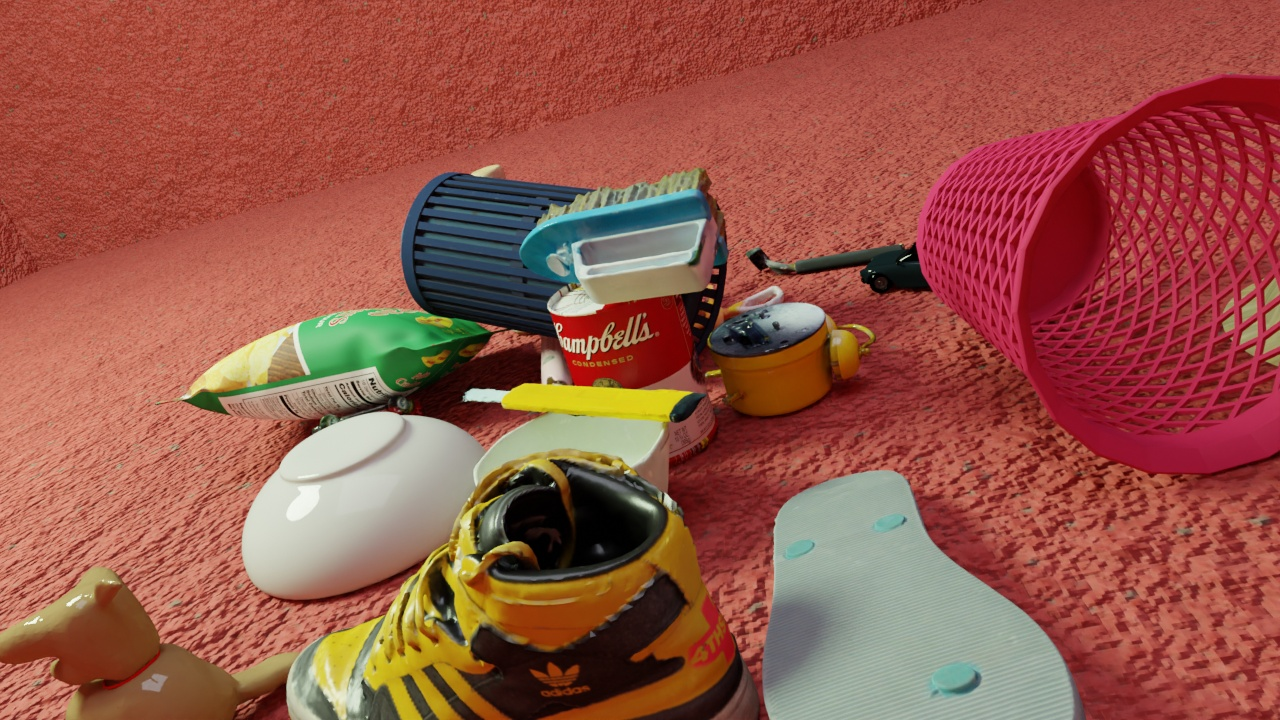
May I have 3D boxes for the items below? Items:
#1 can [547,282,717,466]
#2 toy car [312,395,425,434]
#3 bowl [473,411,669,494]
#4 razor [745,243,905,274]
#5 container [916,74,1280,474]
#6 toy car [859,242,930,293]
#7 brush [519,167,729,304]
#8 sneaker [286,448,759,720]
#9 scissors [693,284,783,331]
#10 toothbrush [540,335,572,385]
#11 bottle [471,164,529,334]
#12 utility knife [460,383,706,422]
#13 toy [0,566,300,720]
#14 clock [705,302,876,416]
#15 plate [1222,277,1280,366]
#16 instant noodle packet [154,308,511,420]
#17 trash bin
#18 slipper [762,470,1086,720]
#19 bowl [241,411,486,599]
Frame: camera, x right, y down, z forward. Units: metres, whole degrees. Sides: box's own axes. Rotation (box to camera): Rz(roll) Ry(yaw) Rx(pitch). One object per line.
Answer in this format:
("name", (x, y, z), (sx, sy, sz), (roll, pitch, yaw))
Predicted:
("can", (-0.003, 0.003, 0.613), (0.087, 0.116, 0.086), (-15, 22, 6))
("toy car", (-0.222, 0.053, 0.754), (0.091, 0.036, 0.042), (-21, -8, -7))
("bowl", (-0.033, 0.075, 0.538), (0.117, 0.061, 0.117), (-15, 22, 6))
("razor", (0.171, -0.093, 0.852), (0.144, 0.022, 0.042), (-2, -14, 25))
("container", (0.257, -0.062, 0.526), (0.183, 0.183, 0.225), (-16, 14, 2))
("toy car", (0.236, -0.079, 0.747), (0.112, 0.034, 0.046), (0, 27, 38))
("brush", (-0.017, -0.069, 0.568), (0.136, 0.055, 0.075), (-6, 46, 27))
("sneaker", (-0.075, 0.111, 0.402), (0.239, 0.122, 0.085), (-7, 22, 21))
("scissors", (0.073, -0.041, 0.808), (0.128, 0.011, 0.125), (-13, 27, 12))
("toothbrush", (-0.069, 0.014, 0.759), (0.027, 0.026, 0.222), (-39, 20, 8))
("bottle", (-0.127, -0.110, 0.913), (0.060, 0.166, 0.059), (-15, 22, 6))
("utility knife", (-0.043, 0.023, 0.562), (0.191, 0.018, 0.030), (5, 25, 37))
("toy", (-0.252, 0.158, 0.454), (0.106, 0.108, 0.133), (-23, 15, 35))
("clock", (0.104, -0.006, 0.638), (0.118, 0.057, 0.083), (-19, 21, -3))
("plate", (0.434, -0.044, 0.512), (0.184, 0.036, 0.184), (-15, 22, 6))
("instant noodle packet", (-0.257, 0.002, 0.816), (0.253, 0.090, 0.195), (-12, 3, 7))
("trash bin", (-0.069, -0.082, 0.761), (0.250, 0.139, 0.138), (11, 33, 26))
("slipper", (0.098, 0.114, 0.381), (0.098, 0.055, 0.268), (-18, 10, 5))
("bowl", (-0.193, 0.083, 0.631), (0.177, 0.066, 0.176), (-15, 22, 6))
